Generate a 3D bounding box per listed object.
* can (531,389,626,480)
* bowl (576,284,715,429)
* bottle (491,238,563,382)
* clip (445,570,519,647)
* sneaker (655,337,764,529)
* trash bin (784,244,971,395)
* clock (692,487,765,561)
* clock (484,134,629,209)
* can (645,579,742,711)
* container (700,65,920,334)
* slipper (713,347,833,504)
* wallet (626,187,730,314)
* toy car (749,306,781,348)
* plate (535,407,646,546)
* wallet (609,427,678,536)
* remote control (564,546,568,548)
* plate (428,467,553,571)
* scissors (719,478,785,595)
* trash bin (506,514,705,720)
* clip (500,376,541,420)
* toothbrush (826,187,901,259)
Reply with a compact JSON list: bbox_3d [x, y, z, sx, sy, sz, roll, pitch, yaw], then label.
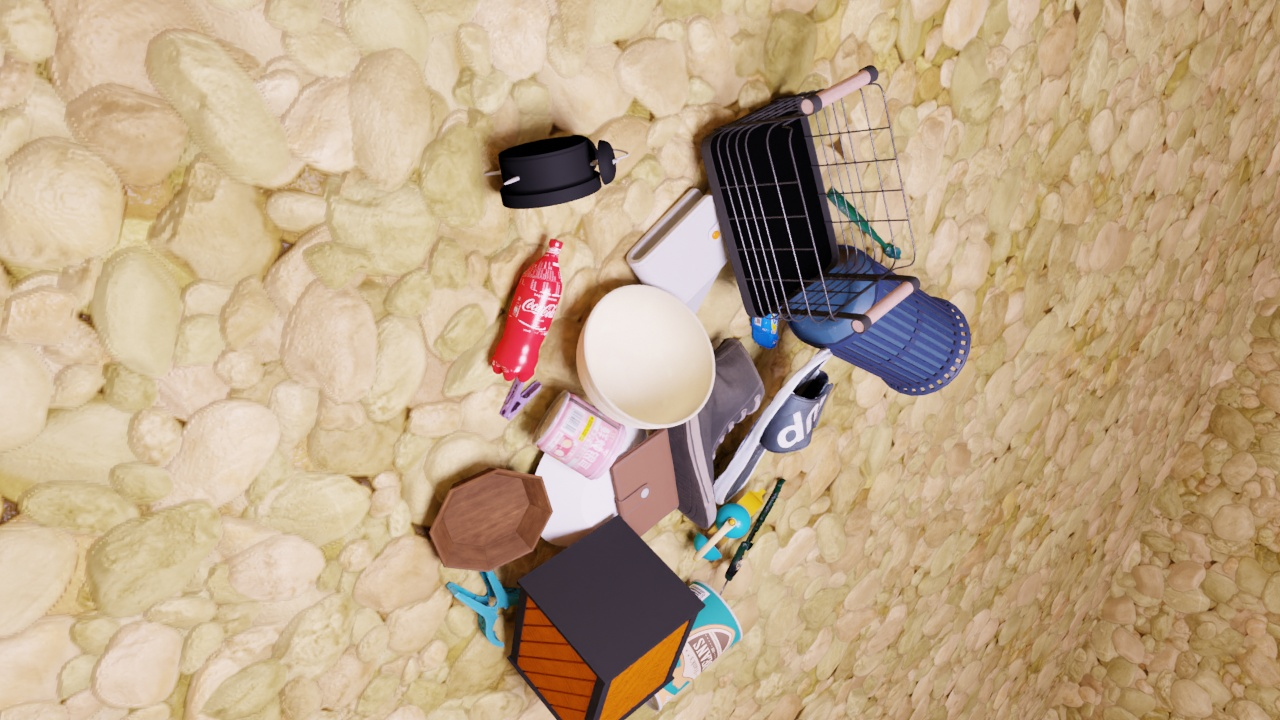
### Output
[{"bbox_3d":[-0.062,0.077,0.942,0.076,0.067,0.067,33,89,-12],"label":"can"},{"bbox_3d":[-0.006,0.006,0.945,0.150,0.076,0.150,11,66,-26],"label":"bowl"},{"bbox_3d":[-0.103,-0.048,0.875,0.041,0.042,0.142,9,106,-44],"label":"bottle"},{"bbox_3d":[-0.175,0.281,1.009,0.120,0.030,0.130,-52,137,1],"label":"clip"},{"bbox_3d":[0.082,0.091,1.086,0.119,0.095,0.235,-27,121,-29],"label":"sneaker"},{"bbox_3d":[0.299,-0.050,1.163,0.249,0.139,0.139,20,99,-44],"label":"trash bin"},{"bbox_3d":[0.115,0.213,1.188,0.129,0.043,0.099,-32,163,-49],"label":"clock"},{"bbox_3d":[-0.070,-0.169,0.803,0.120,0.091,0.042,-18,114,-18],"label":"clock"},{"bbox_3d":[0.047,0.371,1.200,0.143,0.099,0.099,-34,131,-23],"label":"can"},{"bbox_3d":[0.185,-0.162,0.953,0.162,0.130,0.241,-34,116,-34],"label":"container"},{"bbox_3d":[0.172,0.090,1.116,0.111,0.063,0.265,-29,156,-53],"label":"slipper"},{"bbox_3d":[0.054,-0.108,0.984,0.118,0.037,0.115,-46,135,-8],"label":"wallet"},{"bbox_3d":[0.135,-0.049,1.088,0.061,0.033,0.092,-25,128,-38],"label":"toy car"},{"bbox_3d":[-0.042,0.137,1.023,0.173,0.036,0.174,-23,125,-38],"label":"plate"},{"bbox_3d":[0.007,0.143,1.037,0.087,0.013,0.121,-34,131,-31],"label":"wallet"},{"bbox_3d":[-0.107,0.169,1.012,0.033,0.013,0.136,-50,136,-9],"label":"remote control"},{"bbox_3d":[-0.155,0.158,0.941,0.131,0.025,0.131,-14,125,-22],"label":"plate"},{"bbox_3d":[0.143,0.241,1.216,0.201,0.015,0.206,-62,168,-6],"label":"scissors"},{"bbox_3d":[-0.043,0.299,1.008,0.139,0.140,0.172,-28,148,-34],"label":"trash bin"},{"bbox_3d":[-0.122,0.038,0.928,0.029,0.013,0.050,30,94,-45],"label":"clip"},{"bbox_3d":[0.289,-0.171,1.171,0.189,0.017,0.016,27,94,-46],"label":"toothbrush"}]
